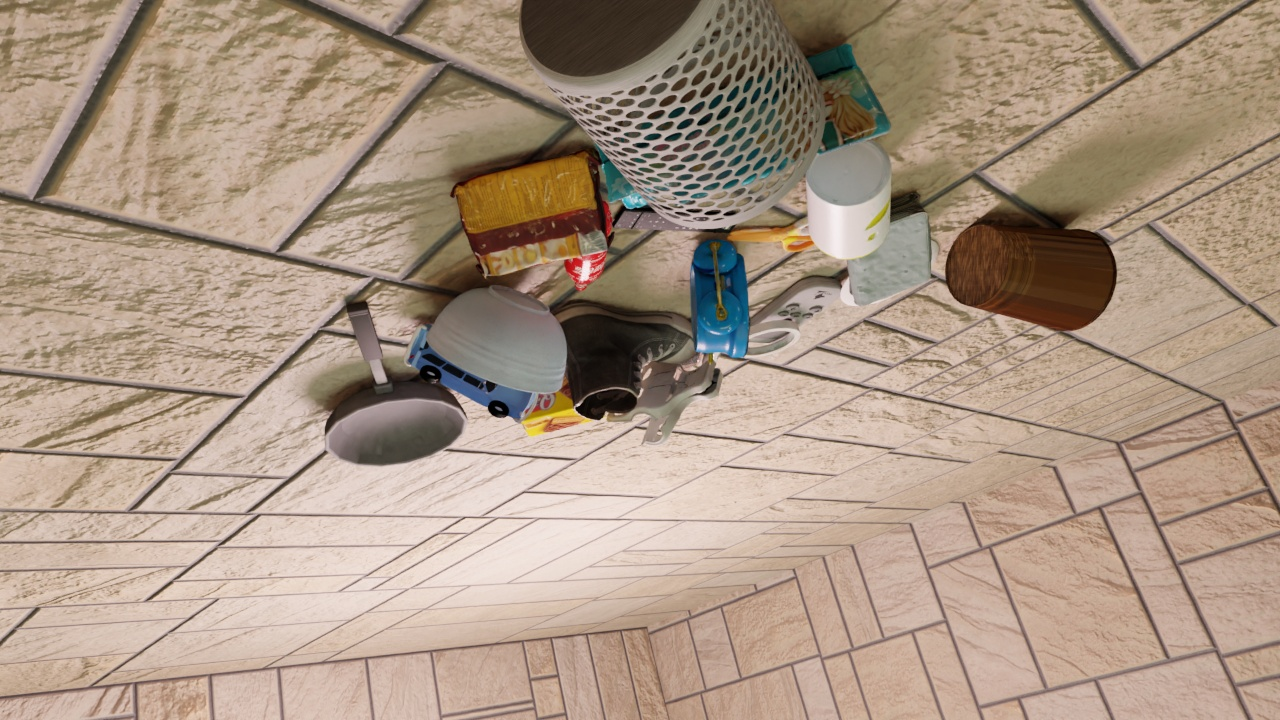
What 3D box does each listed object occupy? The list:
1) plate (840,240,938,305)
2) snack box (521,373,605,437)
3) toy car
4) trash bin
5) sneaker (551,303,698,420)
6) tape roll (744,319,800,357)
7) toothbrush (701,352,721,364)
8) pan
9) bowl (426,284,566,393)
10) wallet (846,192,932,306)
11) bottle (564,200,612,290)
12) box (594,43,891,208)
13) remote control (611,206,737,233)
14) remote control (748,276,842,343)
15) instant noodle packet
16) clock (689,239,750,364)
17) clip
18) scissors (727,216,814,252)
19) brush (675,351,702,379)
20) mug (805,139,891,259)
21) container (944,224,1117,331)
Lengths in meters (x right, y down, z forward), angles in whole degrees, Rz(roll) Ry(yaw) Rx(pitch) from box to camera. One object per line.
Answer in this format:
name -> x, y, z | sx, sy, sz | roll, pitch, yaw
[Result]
plate -> 0.318, -0.106, 1.164 | 0.134, 0.011, 0.135 | -18, 153, -10
snack box -> -0.106, 0.039, 1.170 | 0.105, 0.083, 0.061 | -14, 157, -3
toy car -> -0.183, 0.011, 1.016 | 0.153, 0.054, 0.056 | 28, 116, -3
trash bin -> 0.024, -0.200, 0.624 | 0.157, 0.156, 0.183 | -23, 153, 19
sneaker -> -0.007, 0.006, 1.113 | 0.095, 0.119, 0.234 | -31, 155, 34
tape roll -> 0.166, -0.028, 1.222 | 0.093, 0.013, 0.093 | -10, 159, -4
toothbrush -> 0.099, -0.004, 1.274 | 0.024, 0.022, 0.186 | 6, 152, -6
pan -> -0.306, 0.032, 1.094 | 0.178, 0.041, 0.358 | -11, 151, -12
bowl -> -0.139, -0.032, 0.955 | 0.150, 0.150, 0.075 | 10, 108, -45
wallet -> 0.281, -0.128, 1.054 | 0.100, 0.054, 0.132 | -22, 146, 3
bottle -> -0.054, -0.110, 0.916 | 0.042, 0.042, 0.142 | -9, 156, -13
box -> 0.077, -0.188, 0.764 | 0.227, 0.084, 0.171 | -19, -166, 9
remote control -> 0.039, -0.143, 0.938 | 0.139, 0.009, 0.030 | -2, 154, -28
remote control -> 0.197, -0.062, 1.204 | 0.074, 0.019, 0.151 | 3, 151, -35
instant noodle packet -> -0.092, -0.130, 0.816 | 0.135, 0.039, 0.099 | -14, 126, -2
clock -> 0.087, -0.068, 1.012 | 0.060, 0.116, 0.162 | -3, 156, 1
clip -> 0.042, 0.053, 1.209 | 0.152, 0.126, 0.105 | -4, 124, 18
scissors -> 0.152, -0.140, 1.010 | 0.128, 0.013, 0.066 | -3, 154, -28
brush -> 0.061, 0.012, 1.297 | 0.050, 0.015, 0.136 | -11, 157, -6
mug -> 0.206, -0.160, 0.910 | 0.082, 0.082, 0.106 | -18, 156, 6
container -> 0.480, -0.109, 1.146 | 0.167, 0.132, 0.132 | 4, 151, -26
